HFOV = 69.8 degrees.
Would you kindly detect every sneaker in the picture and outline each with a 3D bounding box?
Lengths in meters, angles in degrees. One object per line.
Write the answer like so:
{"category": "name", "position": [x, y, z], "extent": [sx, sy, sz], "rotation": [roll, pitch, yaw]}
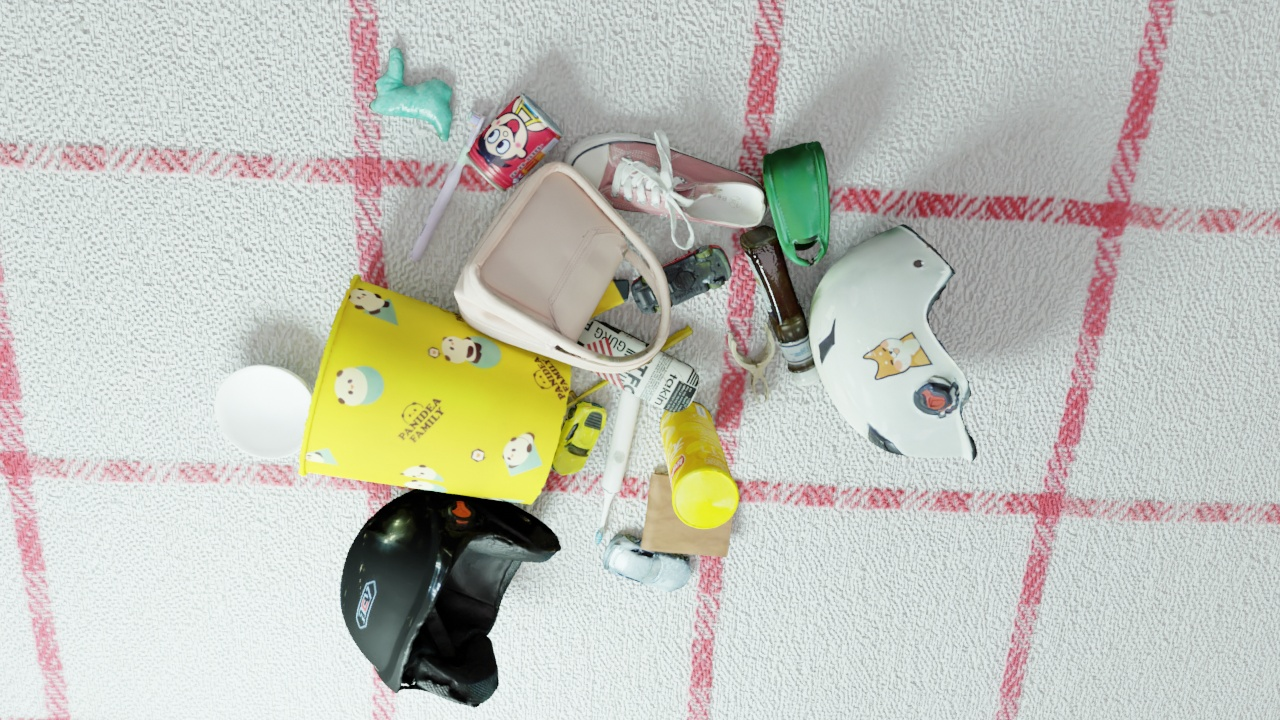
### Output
{"category": "sneaker", "position": [0.028, -0.195, 1.027], "extent": [0.241, 0.087, 0.118], "rotation": [14, 107, -2]}

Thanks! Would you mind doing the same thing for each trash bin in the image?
{"category": "trash bin", "position": [-0.225, 0.047, 1.038], "extent": [0.255, 0.229, 0.230], "rotation": [15, 107, -13]}

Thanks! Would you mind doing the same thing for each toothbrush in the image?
{"category": "toothbrush", "position": [-0.020, 0.008, 1.132], "extent": [0.190, 0.015, 0.016], "rotation": [-31, 100, 8]}
{"category": "toothbrush", "position": [-0.033, 0.137, 1.167], "extent": [0.027, 0.026, 0.221], "rotation": [14, 107, 4]}
{"category": "toothbrush", "position": [-0.224, -0.197, 1.056], "extent": [0.021, 0.029, 0.189], "rotation": [11, 113, -45]}

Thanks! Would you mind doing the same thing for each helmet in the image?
{"category": "helmet", "position": [-0.238, 0.261, 1.080], "extent": [0.230, 0.274, 0.234], "rotation": [26, 101, 17]}
{"category": "helmet", "position": [0.275, -0.009, 1.036], "extent": [0.157, 0.229, 0.274], "rotation": [-11, 102, 12]}

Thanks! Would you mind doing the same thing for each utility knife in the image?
{"category": "utility knife", "position": [-0.081, -0.058, 1.108], "extent": [0.156, 0.015, 0.033], "rotation": [-26, 101, 7]}

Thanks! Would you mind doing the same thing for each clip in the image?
{"category": "clip", "position": [0.150, -0.003, 1.125], "extent": [0.095, 0.035, 0.102], "rotation": [-37, 110, 11]}

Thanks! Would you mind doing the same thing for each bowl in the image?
{"category": "bowl", "position": [-0.441, 0.052, 1.106], "extent": [0.118, 0.064, 0.118], "rotation": [-1, 109, -2]}

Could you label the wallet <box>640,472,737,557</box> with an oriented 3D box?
{"category": "wallet", "position": [0.063, 0.200, 1.185], "extent": [0.115, 0.020, 0.101], "rotation": [8, 92, -8]}

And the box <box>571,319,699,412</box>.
{"category": "box", "position": [-0.007, 0.007, 1.098], "extent": [0.164, 0.052, 0.069], "rotation": [24, 114, 1]}

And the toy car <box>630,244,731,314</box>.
{"category": "toy car", "position": [0.048, -0.098, 1.084], "extent": [0.121, 0.045, 0.053], "rotation": [-21, 110, 10]}

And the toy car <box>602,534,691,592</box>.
{"category": "toy car", "position": [0.009, 0.270, 1.209], "extent": [0.120, 0.036, 0.054], "rotation": [20, 106, -12]}

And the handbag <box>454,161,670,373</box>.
{"category": "handbag", "position": [-0.066, -0.083, 1.009], "extent": [0.234, 0.094, 0.193], "rotation": [33, 66, -12]}

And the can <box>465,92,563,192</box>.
{"category": "can", "position": [-0.141, -0.241, 1.019], "extent": [0.094, 0.066, 0.066], "rotation": [-43, 105, 11]}

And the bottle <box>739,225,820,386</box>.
{"category": "bottle", "position": [0.170, -0.060, 1.083], "extent": [0.044, 0.079, 0.195], "rotation": [-21, 111, 5]}

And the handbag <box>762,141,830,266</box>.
{"category": "handbag", "position": [0.180, -0.177, 1.020], "extent": [0.068, 0.131, 0.120], "rotation": [-13, 112, 12]}

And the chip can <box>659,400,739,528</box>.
{"category": "chip can", "position": [0.063, 0.114, 1.066], "extent": [0.072, 0.213, 0.072], "rotation": [-1, 109, -3]}

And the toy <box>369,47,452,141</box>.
{"category": "toy", "position": [-0.254, -0.295, 1.018], "extent": [0.092, 0.030, 0.096], "rotation": [4, 102, -6]}

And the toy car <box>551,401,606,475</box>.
{"category": "toy car", "position": [-0.077, 0.100, 1.145], "extent": [0.048, 0.032, 0.105], "rotation": [18, 109, -29]}
